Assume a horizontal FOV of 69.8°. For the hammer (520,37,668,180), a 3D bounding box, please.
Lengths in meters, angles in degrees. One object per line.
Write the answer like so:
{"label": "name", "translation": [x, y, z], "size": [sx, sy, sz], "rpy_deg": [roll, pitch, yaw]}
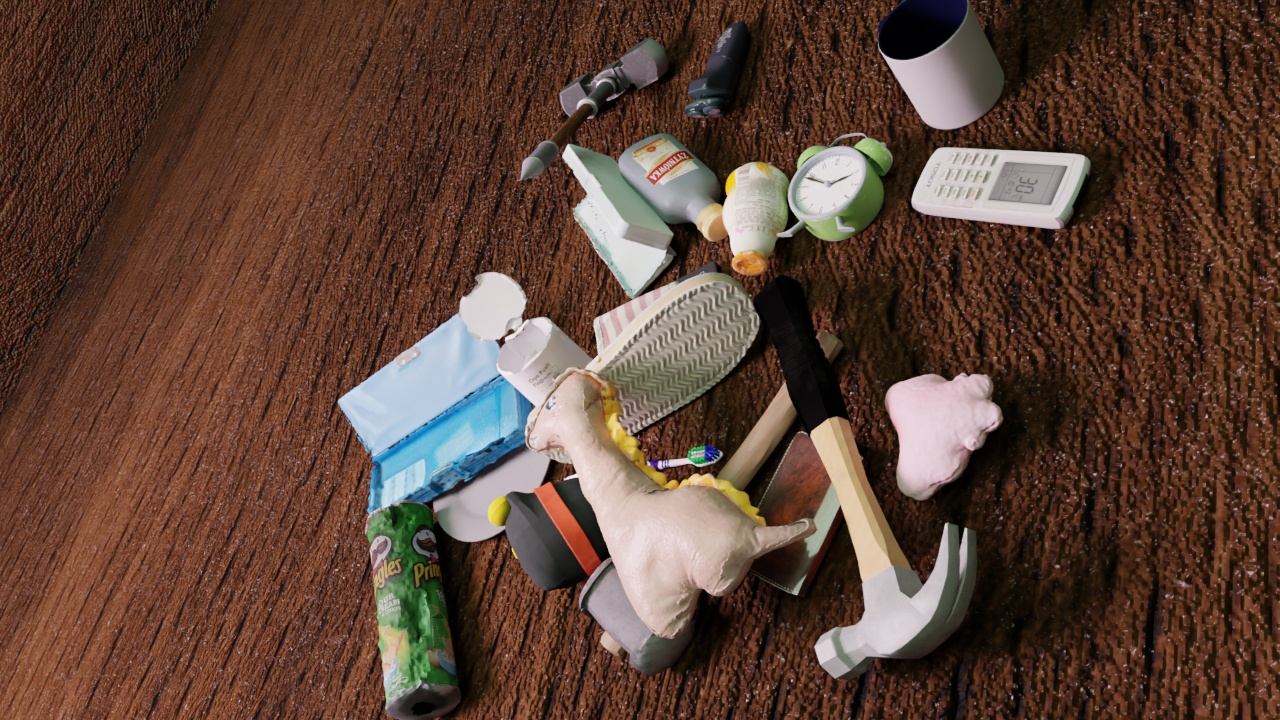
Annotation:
{"label": "hammer", "translation": [-0.073, -0.273, 1.043], "size": [0.156, 0.043, 0.321], "rpy_deg": [-20, 26, 31]}

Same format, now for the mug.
{"label": "mug", "translation": [0.258, -0.273, 0.819], "size": [0.079, 0.097, 0.112], "rpy_deg": [-48, 44, 6]}

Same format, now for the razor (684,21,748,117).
{"label": "razor", "translation": [0.091, -0.330, 1.035], "size": [0.047, 0.052, 0.142], "rpy_deg": [-3, 58, 43]}

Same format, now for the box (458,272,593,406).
{"label": "box", "translation": [-0.112, -0.011, 0.938], "size": [0.084, 0.160, 0.118], "rpy_deg": [-39, 34, 7]}

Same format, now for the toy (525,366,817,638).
{"label": "toy", "translation": [0.009, 0.090, 0.755], "size": [0.196, 0.065, 0.264], "rpy_deg": [-36, 52, 13]}

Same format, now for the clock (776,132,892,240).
{"label": "clock", "translation": [0.183, -0.161, 0.855], "size": [0.094, 0.042, 0.119], "rpy_deg": [4, 68, 41]}

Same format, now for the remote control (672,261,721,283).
{"label": "remote control", "translation": [0.019, -0.055, 0.951], "size": [0.150, 0.013, 0.034], "rpy_deg": [-26, 50, 27]}

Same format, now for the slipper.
{"label": "slipper", "translation": [-0.005, 0.005, 0.870], "size": [0.263, 0.115, 0.052], "rpy_deg": [-38, 32, 23]}

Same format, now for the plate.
{"label": "plate", "translation": [-0.160, 0.112, 1.002], "size": [0.179, 0.012, 0.178], "rpy_deg": [-21, 53, 30]}

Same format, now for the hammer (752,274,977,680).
{"label": "hammer", "translation": [0.149, 0.065, 0.701], "size": [0.131, 0.039, 0.327], "rpy_deg": [-44, 43, 33]}

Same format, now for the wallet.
{"label": "wallet", "translation": [0.129, 0.123, 0.742], "size": [0.072, 0.019, 0.123], "rpy_deg": [21, 79, 46]}

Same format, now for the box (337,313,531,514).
{"label": "box", "translation": [-0.228, 0.066, 1.035], "size": [0.232, 0.066, 0.173], "rpy_deg": [-31, 69, 23]}

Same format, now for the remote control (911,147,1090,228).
{"label": "remote control", "translation": [0.295, -0.144, 0.759], "size": [0.139, 0.025, 0.060], "rpy_deg": [18, 77, 45]}

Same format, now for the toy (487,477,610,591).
{"label": "toy", "translation": [-0.063, 0.152, 0.842], "size": [0.119, 0.097, 0.099], "rpy_deg": [-32, 43, -10]}

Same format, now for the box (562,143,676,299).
{"label": "box", "translation": [-0.034, -0.153, 1.029], "size": [0.096, 0.085, 0.198], "rpy_deg": [-63, 35, 28]}

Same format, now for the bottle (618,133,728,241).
{"label": "bottle", "translation": [0.043, -0.181, 0.974], "size": [0.072, 0.046, 0.161], "rpy_deg": [-28, 48, -12]}

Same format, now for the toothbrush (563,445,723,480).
{"label": "toothbrush", "translation": [-0.003, 0.103, 0.871], "size": [0.187, 0.016, 0.015], "rpy_deg": [-15, 56, 33]}

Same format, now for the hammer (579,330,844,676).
{"label": "hammer", "translation": [0.072, 0.112, 0.784], "size": [0.328, 0.052, 0.098], "rpy_deg": [-53, 43, -3]}

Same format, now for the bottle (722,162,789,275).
{"label": "bottle", "translation": [0.110, -0.136, 0.886], "size": [0.063, 0.063, 0.108], "rpy_deg": [-12, 57, 36]}

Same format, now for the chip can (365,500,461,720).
{"label": "chip can", "translation": [-0.235, 0.252, 0.936], "size": [0.075, 0.075, 0.223], "rpy_deg": [-38, 46, 16]}

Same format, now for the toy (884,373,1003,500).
{"label": "toy", "translation": [0.224, 0.045, 0.684], "size": [0.093, 0.050, 0.102], "rpy_deg": [-36, 42, 36]}
